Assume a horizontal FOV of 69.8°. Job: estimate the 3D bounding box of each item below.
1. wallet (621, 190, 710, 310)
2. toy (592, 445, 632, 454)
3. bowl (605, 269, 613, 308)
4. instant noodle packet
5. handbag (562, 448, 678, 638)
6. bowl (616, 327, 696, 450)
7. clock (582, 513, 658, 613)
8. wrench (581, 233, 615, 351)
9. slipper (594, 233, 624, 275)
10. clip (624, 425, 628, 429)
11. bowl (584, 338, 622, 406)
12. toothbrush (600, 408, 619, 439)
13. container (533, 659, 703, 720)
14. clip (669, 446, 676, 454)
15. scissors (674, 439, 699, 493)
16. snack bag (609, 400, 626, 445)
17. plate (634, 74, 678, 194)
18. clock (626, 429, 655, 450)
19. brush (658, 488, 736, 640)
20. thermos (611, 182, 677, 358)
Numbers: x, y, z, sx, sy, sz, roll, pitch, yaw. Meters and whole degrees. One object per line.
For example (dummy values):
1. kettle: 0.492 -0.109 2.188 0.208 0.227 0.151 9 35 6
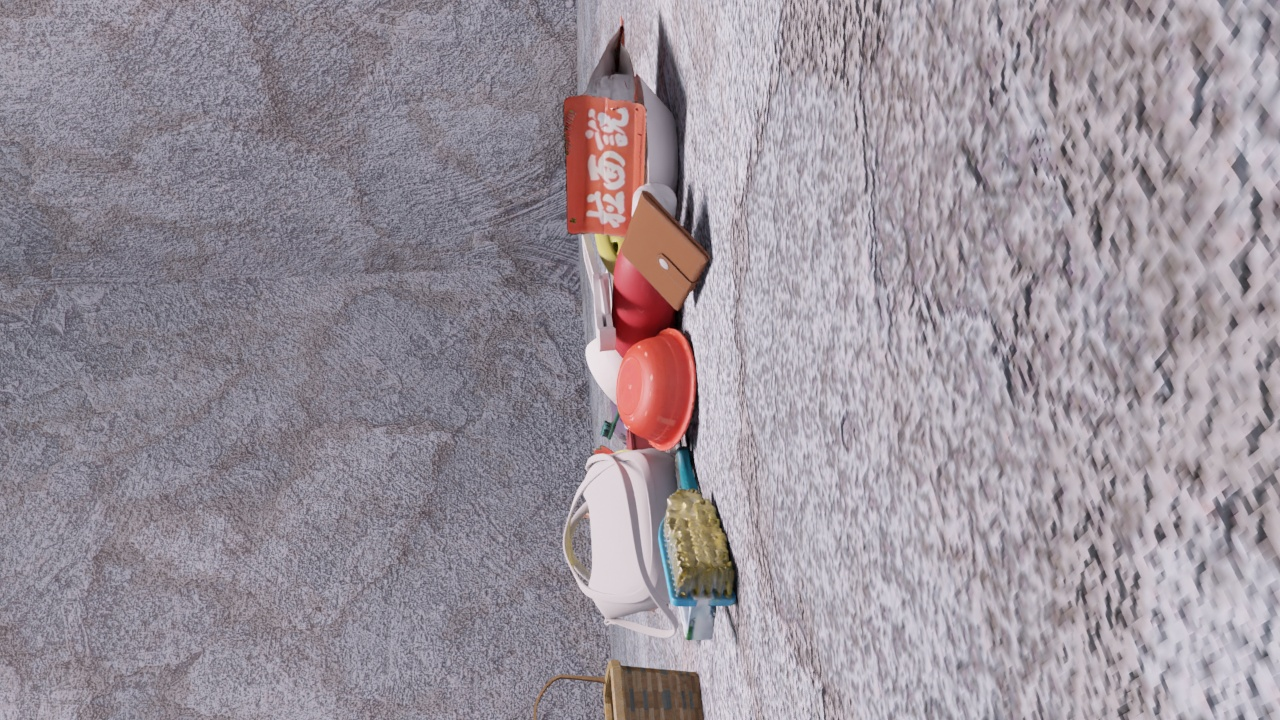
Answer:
1. wallet: 0.020 -0.099 0.857 0.087 0.013 0.121 47 160 7
2. toy: 0.001 0.193 1.153 0.134 0.092 0.207 109 149 -51
3. bowl: -0.013 -0.067 1.251 0.118 0.062 0.118 175 91 -84
4. instant noodle packet: -0.027 -0.262 1.013 0.220 0.084 0.165 -82 -5 -47
5. handbag: -0.034 0.213 1.060 0.223 0.095 0.215 -27 63 50
6. bowl: 0.008 0.029 0.963 0.131 0.045 0.130 -176 90 -65
7. clock: -0.020 0.266 1.277 0.160 0.086 0.131 55 159 27
8. wrench: -0.053 -0.089 1.083 0.273 0.018 0.087 -109 15 -66
9. slipper: -0.009 -0.171 1.139 0.091 0.082 0.190 24 -141 -48
10. clip: 0.007 0.036 1.228 0.163 0.028 0.106 -117 50 -73
11. bowl: -0.007 0.006 1.111 0.113 0.063 0.113 42 -156 -23
12. toothbrush: -0.015 0.025 1.222 0.016 0.017 0.190 -95 26 -65
13. container: -0.030 0.445 1.071 0.250 0.186 0.157 97 168 -62
14. clip: 0.026 0.060 1.047 0.057 0.054 0.102 -34 -50 -51
15. scissors: 0.048 0.130 0.967 0.131 0.019 0.149 175 91 -84
16. snack bag: -0.019 0.030 1.391 0.096 0.058 0.205 104 163 -70
17. plate: 0.016 -0.222 1.001 0.174 0.036 0.174 175 92 -84
18. clock: 0.005 0.138 1.271 0.087 0.044 0.125 -101 10 -56
19. brush: 0.046 0.178 0.825 0.135 0.055 0.075 -103 17 -64
20. thermos: 0.007 -0.092 0.978 0.240 0.073 0.073 95 170 -53
